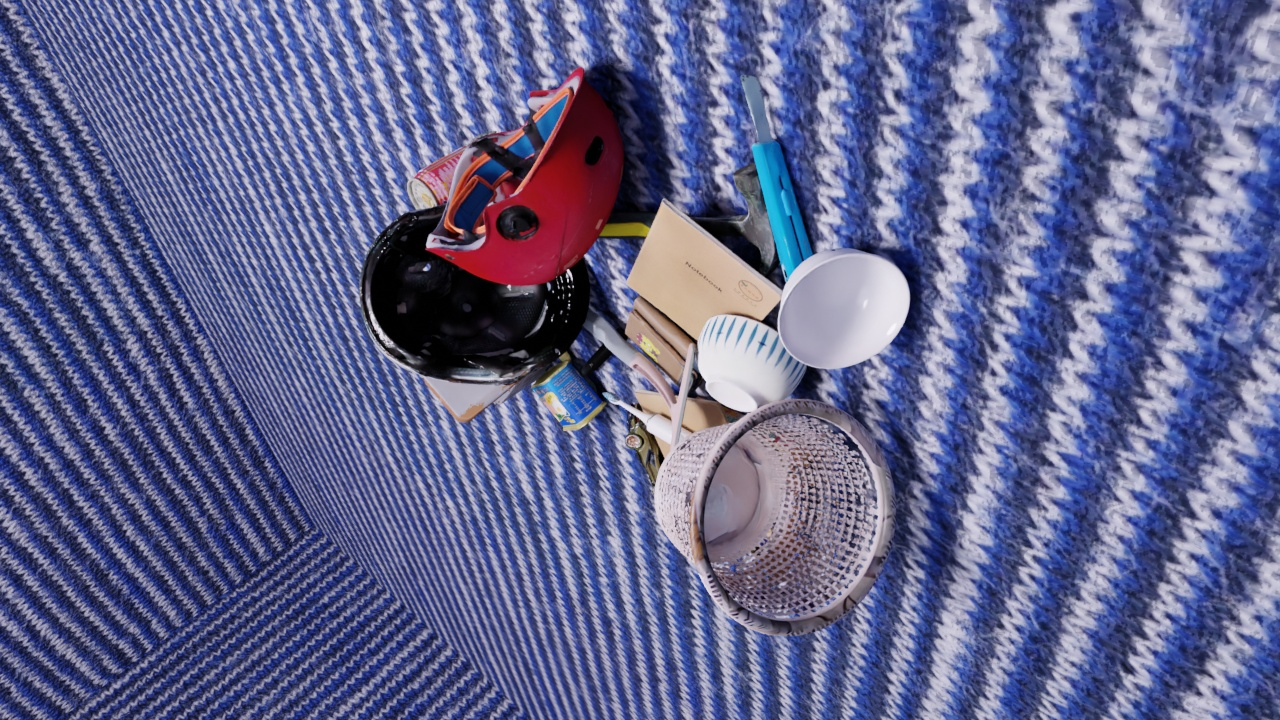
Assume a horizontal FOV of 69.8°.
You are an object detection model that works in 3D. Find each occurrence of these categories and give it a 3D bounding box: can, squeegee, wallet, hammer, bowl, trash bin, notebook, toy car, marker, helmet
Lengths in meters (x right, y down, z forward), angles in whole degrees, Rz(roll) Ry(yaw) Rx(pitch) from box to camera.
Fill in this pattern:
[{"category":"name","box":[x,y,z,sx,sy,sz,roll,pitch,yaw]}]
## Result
[{"category":"can","box":[-0.241,-0.224,1.164,0.066,0.093,0.067,33,145,27]},{"category":"squeegee","box":[-0.007,0.006,1.108,0.249,0.040,0.248,48,146,36]},{"category":"wallet","box":[0.031,-0.017,1.092,0.115,0.033,0.090,46,159,13]},{"category":"can","box":[-0.104,0.050,1.305,0.083,0.057,0.102,51,161,-9]},{"category":"hammer","box":[0.022,-0.140,0.972,0.324,0.031,0.126,10,131,48]},{"category":"bowl","box":[0.172,-0.058,0.819,0.064,0.118,0.118,-104,0,-53]},{"category":"trash bin","box":[0.117,0.151,0.959,0.227,0.227,0.192,57,162,-12]},{"category":"notebook","box":[0.082,0.133,1.157,0.150,0.012,0.211,6,128,49]},{"category":"toy car","box":[0.019,0.127,1.241,0.042,0.070,0.158,-18,116,13]},{"category":"marker","box":[-0.049,-0.010,1.218,0.020,0.022,0.132,55,150,4]},{"category":"helmet","box":[-0.217,-0.079,1.145,0.157,0.273,0.230,-3,95,65]},{"category":"notebook","box":[0.059,-0.076,0.961,0.148,0.008,0.208,39,160,3]},{"category":"helmet","box":[-0.096,-0.174,0.950,0.241,0.206,0.144,-31,125,34]},{"category":"bowl","box":[0.107,0.011,0.958,0.116,0.066,0.117,25,159,10]}]

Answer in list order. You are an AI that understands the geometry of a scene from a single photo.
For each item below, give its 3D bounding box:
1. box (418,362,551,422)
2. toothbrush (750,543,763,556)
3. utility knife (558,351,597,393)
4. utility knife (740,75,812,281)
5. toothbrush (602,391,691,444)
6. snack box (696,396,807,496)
[{"category":"box","box":[-0.244,-0.012,1.278,0.183,0.193,0.157,51,149,4]},{"category":"toothbrush","box":[0.099,0.178,1.223,0.212,0.027,0.026,53,145,-5]},{"category":"utility knife","box":[-0.132,-0.028,1.311,0.206,0.021,0.031,50,155,12]},{"category":"utility knife","box":[0.122,-0.158,0.823,0.018,0.034,0.204,26,142,56]},{"category":"toothbrush","box":[0.038,0.089,1.132,0.221,0.026,0.026,29,179,31]},{"category":"snack box","box":[0.127,0.101,1.103,0.156,0.027,0.077,21,139,40]}]
